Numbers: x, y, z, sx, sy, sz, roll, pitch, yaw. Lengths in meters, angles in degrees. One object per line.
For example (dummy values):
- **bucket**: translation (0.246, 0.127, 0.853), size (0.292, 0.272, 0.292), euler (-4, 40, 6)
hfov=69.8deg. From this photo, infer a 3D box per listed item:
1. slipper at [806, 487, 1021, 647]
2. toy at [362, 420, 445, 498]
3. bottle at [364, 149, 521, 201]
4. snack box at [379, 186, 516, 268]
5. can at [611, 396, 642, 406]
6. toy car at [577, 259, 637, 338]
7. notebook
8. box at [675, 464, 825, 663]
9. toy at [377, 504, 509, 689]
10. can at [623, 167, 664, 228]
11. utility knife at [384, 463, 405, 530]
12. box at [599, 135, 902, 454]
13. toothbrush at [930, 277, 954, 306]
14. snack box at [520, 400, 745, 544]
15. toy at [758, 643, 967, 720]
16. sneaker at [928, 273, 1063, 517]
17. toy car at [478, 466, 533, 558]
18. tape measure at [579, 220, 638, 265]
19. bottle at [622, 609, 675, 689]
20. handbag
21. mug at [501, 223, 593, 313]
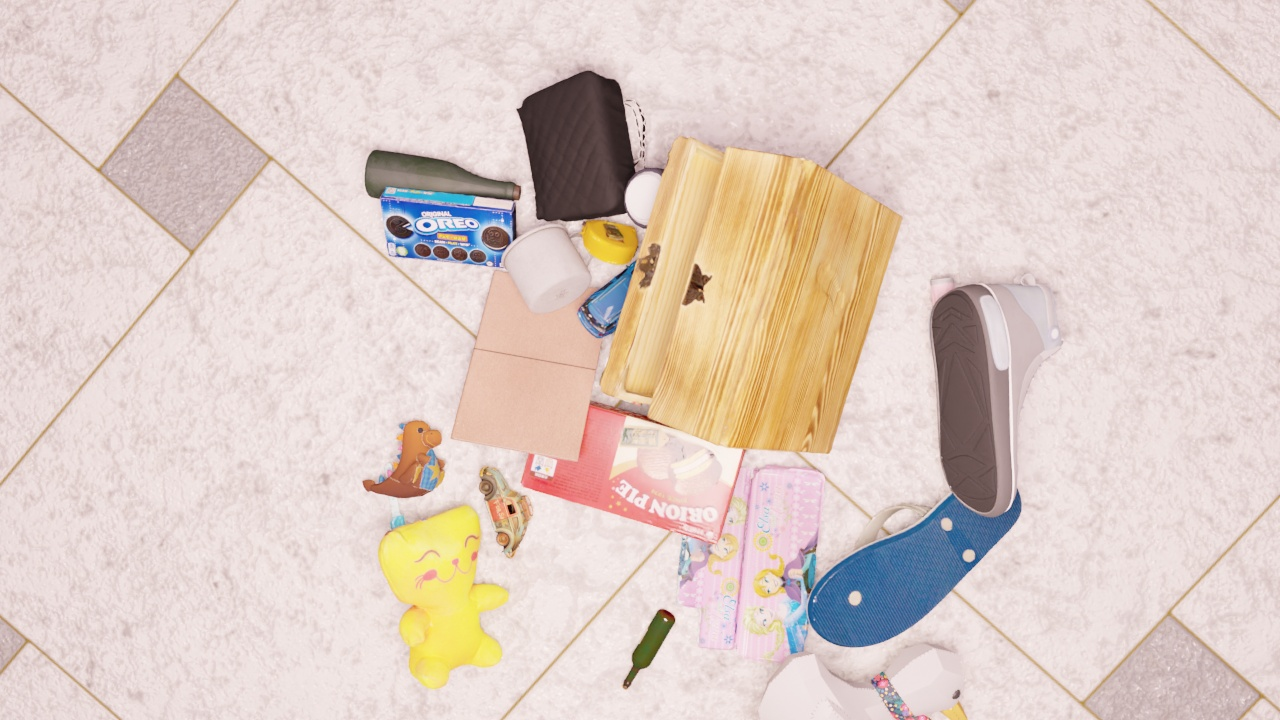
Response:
- **slipper**: translation (0.314, 0.226, 1.061), size (0.294, 0.060, 0.118), euler (-34, 97, -10)
- **toy**: translation (-0.281, 0.117, 1.080), size (0.103, 0.070, 0.090), euler (-6, 76, 15)
- **bottle**: translation (-0.224, -0.204, 1.055), size (0.174, 0.055, 0.055), euler (8, 93, 0)
- **snack box**: translation (-0.217, -0.151, 1.048), size (0.150, 0.027, 0.082), euler (5, 135, 1)
- **can**: translation (-0.006, 0.006, 1.043), size (0.043, 0.086, 0.086), euler (17, 93, 2)
- **toy car**: translation (-0.015, -0.074, 1.047), size (0.120, 0.044, 0.056), euler (-39, 88, -19)
- **notebook**: translation (-0.121, 0.002, 1.039), size (0.141, 0.008, 0.208), euler (10, 67, 1)
- **box**: translation (0.125, 0.235, 1.079), size (0.159, 0.035, 0.230), euler (6, 92, 2)
- **toy**: translation (-0.230, 0.272, 1.067), size (0.134, 0.088, 0.194), euler (-17, 99, -40)
- **can**: translation (0.039, -0.177, 1.015), size (0.064, 0.127, 0.064), euler (5, 99, 32)
- **utility knife**: translation (-0.287, 0.206, 1.099), size (0.022, 0.015, 0.169), euler (-7, 93, -8)
- **box**: translation (0.125, -0.060, 0.965), size (0.176, 0.246, 0.279), euler (18, 95, 39)
- **toothbrush**: translation (0.361, 0.015, 1.060), size (0.027, 0.026, 0.222), euler (-7, 93, 24)
- **snack box**: translation (-0.008, 0.120, 1.052), size (0.236, 0.060, 0.113), euler (15, 92, 7)
- **toy**: translation (0.232, 0.396, 1.027), size (0.268, 0.141, 0.246), euler (-42, 120, 7)
- **sneaker**: translation (0.414, 0.037, 1.024), size (0.160, 0.093, 0.256), euler (-11, 95, -26)
- **toy car**: translation (-0.153, 0.174, 1.076), size (0.047, 0.047, 0.112), euler (-18, 94, 3)
- **tape measure**: translation (-0.034, -0.135, 1.038), size (0.068, 0.058, 0.030), euler (10, 123, -21)
- **bottle**: translation (0.007, 0.346, 1.092), size (0.025, 0.025, 0.106), euler (30, 94, 0)
- **handbag**: translation (-0.066, -0.235, 1.045), size (0.125, 0.114, 0.154), euler (-8, 96, 26)
- **mug**: translation (-0.093, -0.107, 1.040), size (0.113, 0.085, 0.070), euler (-21, 71, -30)
